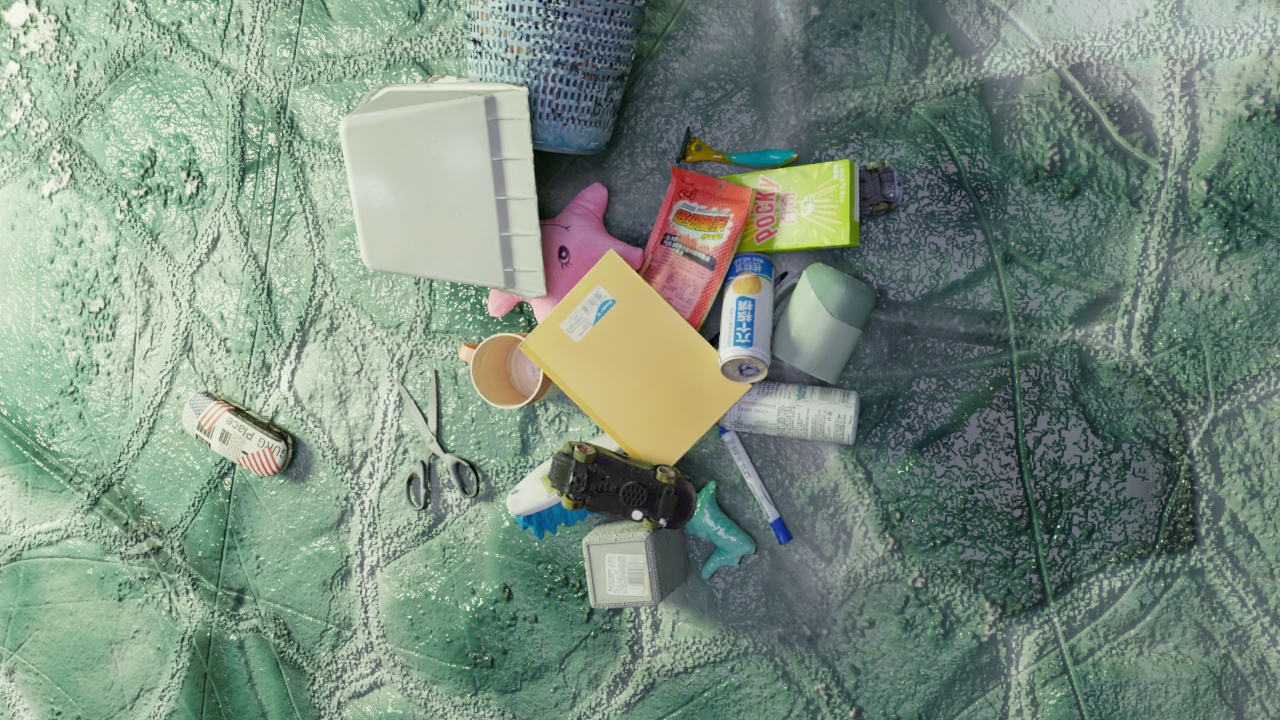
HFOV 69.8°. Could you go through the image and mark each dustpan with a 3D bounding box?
[{"bbox_3d":[-0.221,-0.196,1.002,0.258,0.142,0.223,1,115,8],"label":"dustpan"}]

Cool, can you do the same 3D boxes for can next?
[{"bbox_3d":[0.157,0.053,0.978,0.147,0.058,0.058,6,94,15],"label":"can"},{"bbox_3d":[0.111,-0.045,0.953,0.053,0.053,0.134,-2,57,15],"label":"can"}]

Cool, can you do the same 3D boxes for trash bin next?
[{"bbox_3d":[-0.096,-0.326,0.966,0.227,0.226,0.195,15,109,14],"label":"trash bin"}]

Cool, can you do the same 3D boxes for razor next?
[{"bbox_3d":[0.106,-0.225,0.995,0.133,0.028,0.043,9,64,17],"label":"razor"}]

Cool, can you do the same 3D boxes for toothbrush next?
[{"bbox_3d":[0.092,-0.034,1.017,0.189,0.014,0.016,-44,57,12],"label":"toothbrush"}]

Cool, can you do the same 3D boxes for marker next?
[{"bbox_3d":[0.126,0.135,1.013,0.017,0.017,0.145,-30,85,15],"label":"marker"}]

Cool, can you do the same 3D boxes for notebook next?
[{"bbox_3d":[-0.006,0.006,0.960,0.206,0.010,0.146,44,95,-1],"label":"notebook"}]

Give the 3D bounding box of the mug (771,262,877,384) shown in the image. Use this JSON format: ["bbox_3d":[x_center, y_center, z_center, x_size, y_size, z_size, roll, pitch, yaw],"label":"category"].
[{"bbox_3d":[0.181,-0.047,0.962,0.112,0.082,0.106,34,103,43],"label":"mug"}]

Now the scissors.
[{"bbox_3d":[-0.254,0.104,1.119,0.159,0.014,0.178,27,98,13],"label":"scissors"}]

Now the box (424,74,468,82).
[{"bbox_3d":[-0.212,-0.235,1.069,0.090,0.060,0.184,12,98,16],"label":"box"}]

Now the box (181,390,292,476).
[{"bbox_3d":[-0.517,0.092,1.180,0.164,0.055,0.070,28,85,11],"label":"box"}]

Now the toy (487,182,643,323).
[{"bbox_3d":[-0.088,-0.106,1.025,0.195,0.074,0.178,-11,71,20],"label":"toy"}]

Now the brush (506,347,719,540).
[{"bbox_3d":[-0.013,0.088,1.008,0.314,0.109,0.060,-31,58,-2],"label":"brush"}]

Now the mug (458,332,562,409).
[{"bbox_3d":[-0.144,0.005,1.035,0.114,0.105,0.082,17,97,14],"label":"mug"}]

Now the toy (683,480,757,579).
[{"bbox_3d":[0.084,0.195,1.021,0.092,0.030,0.097,41,108,12],"label":"toy"}]

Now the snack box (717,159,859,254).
[{"bbox_3d":[0.151,-0.157,0.959,0.157,0.026,0.086,1,92,38],"label":"snack box"}]

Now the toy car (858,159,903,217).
[{"bbox_3d":[0.213,-0.172,0.960,0.121,0.036,0.054,-10,86,24],"label":"toy car"}]

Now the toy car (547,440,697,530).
[{"bbox_3d":[-0.018,0.130,0.952,0.158,0.042,0.070,17,111,1],"label":"toy car"}]

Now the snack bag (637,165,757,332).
[{"bbox_3d":[0.045,-0.101,0.994,0.129,0.073,0.208,29,101,44],"label":"snack bag"}]

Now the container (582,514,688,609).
[{"bbox_3d":[-0.007,0.217,1.002,0.090,0.114,0.090,-8,90,16],"label":"container"}]
